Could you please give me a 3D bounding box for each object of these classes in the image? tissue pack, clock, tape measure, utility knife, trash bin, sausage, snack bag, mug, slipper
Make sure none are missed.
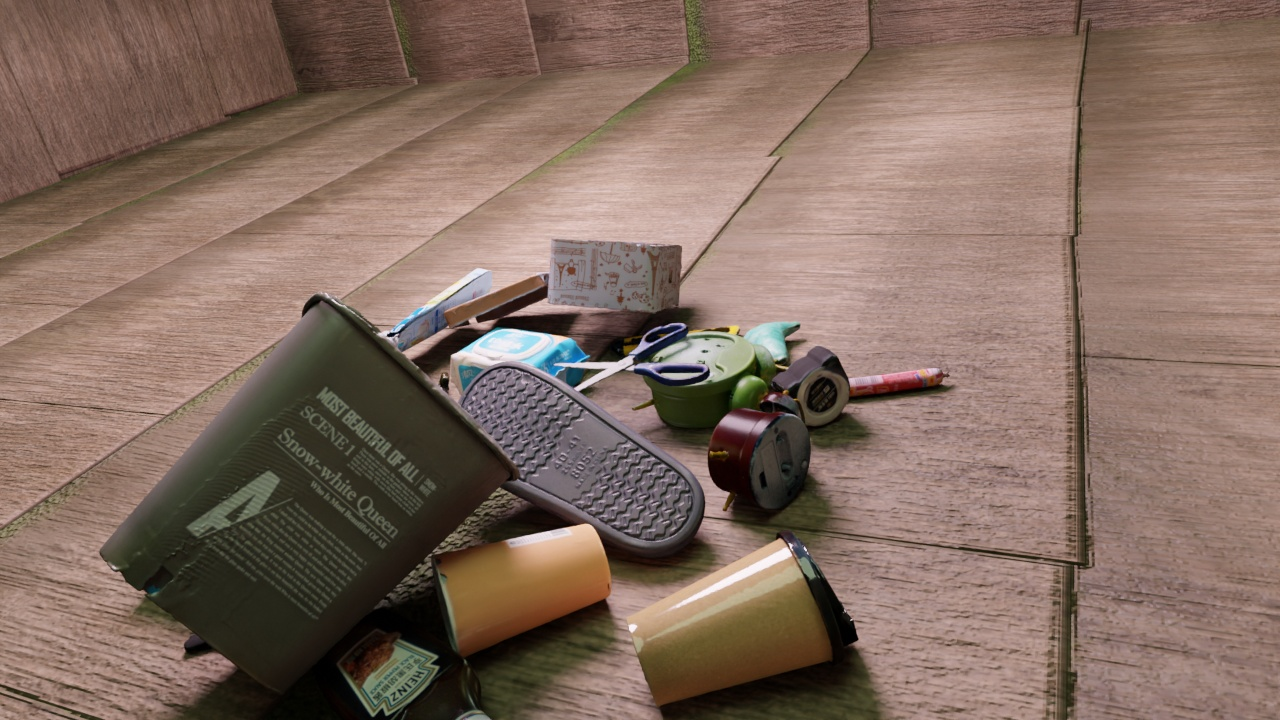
[{"bbox_3d":[-0.136,0.007,1.017,0.140,0.063,0.089,10,32,33],"label":"tissue pack"},{"bbox_3d":[0.109,0.076,0.789,0.055,0.082,0.121,10,35,45],"label":"clock"},{"bbox_3d":[0.165,0.028,0.877,0.065,0.066,0.033,-34,30,-6],"label":"tape measure"},{"bbox_3d":[0.041,-0.025,1.074,0.154,0.015,0.033,-8,30,3],"label":"utility knife"},{"bbox_3d":[0.078,0.020,0.933,0.161,0.056,0.115,0,29,17],"label":"clock"},{"bbox_3d":[-0.242,0.097,0.671,0.219,0.199,0.199,-49,15,-20],"label":"trash bin"},{"bbox_3d":[0.230,0.025,0.915,0.156,0.020,0.020,-7,27,5],"label":"sausage"},{"bbox_3d":[-0.264,-0.046,1.120,0.190,0.039,0.111,-41,9,-38],"label":"snack bag"},{"bbox_3d":[-0.088,0.167,0.690,0.122,0.078,0.078,-14,27,-19],"label":"mug"},{"bbox_3d":[-0.059,0.098,0.814,0.268,0.083,0.110,28,67,28],"label":"slipper"}]

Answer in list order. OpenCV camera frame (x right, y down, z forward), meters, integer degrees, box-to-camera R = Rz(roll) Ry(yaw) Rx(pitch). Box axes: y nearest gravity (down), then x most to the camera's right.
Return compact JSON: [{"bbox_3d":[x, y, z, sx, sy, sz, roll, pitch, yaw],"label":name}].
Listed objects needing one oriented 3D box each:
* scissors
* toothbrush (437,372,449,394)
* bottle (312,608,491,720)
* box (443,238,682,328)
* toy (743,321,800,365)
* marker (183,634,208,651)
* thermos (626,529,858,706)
[{"bbox_3d":[-0.004,0.003,0.916,0.162,0.012,0.175,15,37,39],"label":"scissors"},{"bbox_3d":[-0.201,0.064,0.968,0.026,0.027,0.212,5,23,-18],"label":"toothbrush"},{"bbox_3d":[-0.139,0.233,0.608,0.195,0.044,0.079,18,44,40],"label":"bottle"},{"bbox_3d":[-0.088,-0.093,1.112,0.272,0.106,0.177,-8,5,13],"label":"box"},{"bbox_3d":[0.134,-0.015,1.012,0.096,0.030,0.091,-12,25,7],"label":"toy"},{"bbox_3d":[-0.304,0.209,0.740,0.124,0.015,0.018,-18,28,-10],"label":"marker"},{"bbox_3d":[0.067,0.176,0.613,0.143,0.093,0.093,-21,28,-4],"label":"thermos"}]
